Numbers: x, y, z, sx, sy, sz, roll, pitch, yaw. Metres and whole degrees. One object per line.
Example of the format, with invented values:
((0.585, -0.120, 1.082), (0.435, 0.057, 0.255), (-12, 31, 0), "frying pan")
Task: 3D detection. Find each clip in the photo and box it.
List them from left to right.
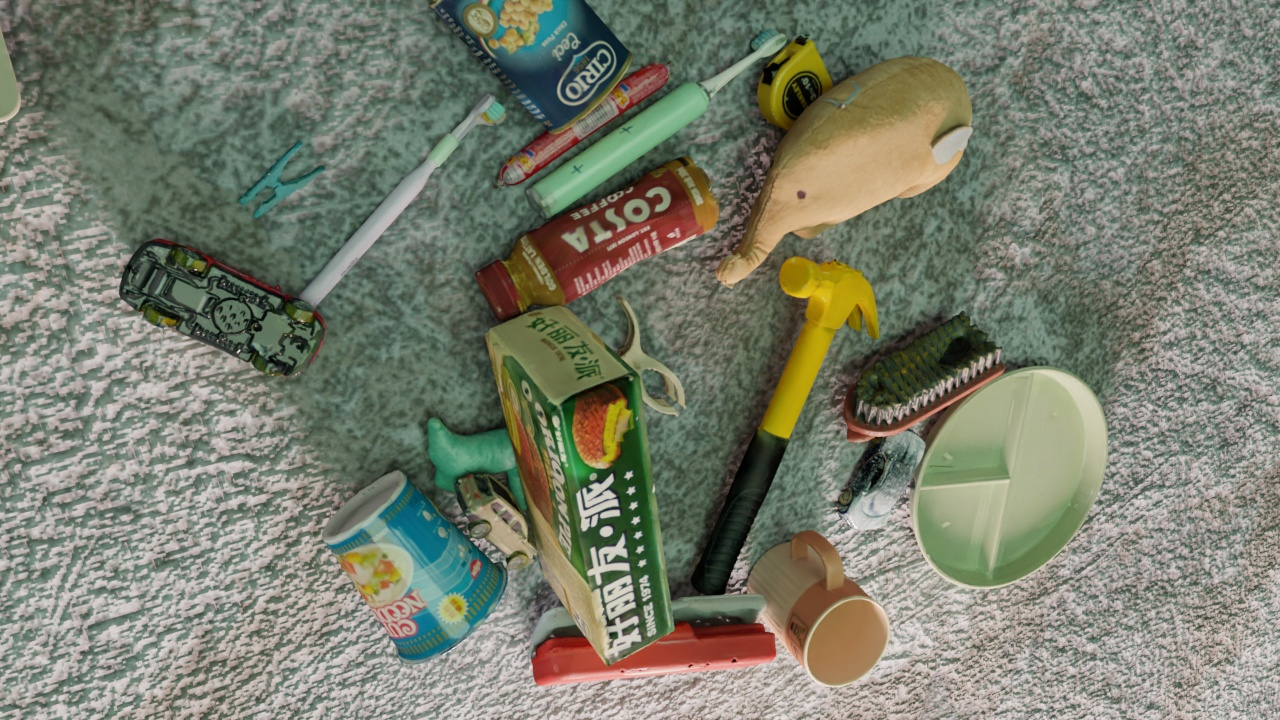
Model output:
((-0.230, -0.114, 0.584), (0.056, 0.014, 0.041), (-41, 116, -7), "clip")
((0.000, 0.001, 0.706), (0.064, 0.034, 0.098), (-42, 109, -3), "clip")

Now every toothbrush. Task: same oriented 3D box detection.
((-0.160, -0.104, 0.613), (0.021, 0.029, 0.189), (43, 90, 13), "toothbrush")
((0.015, -0.173, 0.656), (0.224, 0.027, 0.026), (-36, 149, -7), "toothbrush")

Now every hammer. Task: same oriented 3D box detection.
((0.110, 0.060, 0.752), (0.128, 0.033, 0.301), (6, 111, -45), "hammer")

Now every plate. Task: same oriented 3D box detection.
((0.353, 0.112, 0.884), (0.230, 0.027, 0.230), (-7, 110, -20), "plate")

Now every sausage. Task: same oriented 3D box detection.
((-0.040, -0.166, 0.640), (0.155, 0.020, 0.020), (-36, 116, -8), "sausage")

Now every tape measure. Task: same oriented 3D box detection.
((0.113, -0.202, 0.683), (0.057, 0.029, 0.060), (-44, 129, -3), "tape measure")

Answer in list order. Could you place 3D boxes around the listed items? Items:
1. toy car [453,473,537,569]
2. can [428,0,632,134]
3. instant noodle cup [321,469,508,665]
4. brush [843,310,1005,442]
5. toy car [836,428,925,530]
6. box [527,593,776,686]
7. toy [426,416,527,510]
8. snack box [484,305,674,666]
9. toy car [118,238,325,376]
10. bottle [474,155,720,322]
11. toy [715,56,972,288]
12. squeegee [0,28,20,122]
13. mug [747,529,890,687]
((-0.102, 0.119, 0.675), (0.035, 0.042, 0.090), (-32, 134, 0), "toy car")
((-0.069, -0.210, 0.582), (0.075, 0.075, 0.111), (-48, 117, -2), "can")
((-0.166, 0.142, 0.656), (0.099, 0.099, 0.110), (-37, 109, -7), "instant noodle cup")
((0.237, 0.022, 0.790), (0.145, 0.063, 0.069), (-28, 148, -14), "brush")
((0.218, 0.108, 0.827), (0.049, 0.031, 0.105), (24, 98, -26), "toy car")
((0.008, 0.228, 0.764), (0.201, 0.091, 0.068), (2, 66, -22), "box")
((-0.111, 0.076, 0.686), (0.091, 0.030, 0.097), (-11, 120, -16), "toy")
((-0.040, 0.091, 0.644), (0.063, 0.114, 0.240), (-22, 125, -21), "snack box")
((-0.260, -0.034, 0.580), (0.120, 0.045, 0.053), (30, 96, -22), "toy car")
((-0.031, -0.083, 0.649), (0.174, 0.057, 0.057), (-28, 115, -11), "bottle")
((0.142, -0.139, 0.675), (0.225, 0.082, 0.143), (-28, 144, -11), "toy")
((-0.268, -0.273, 0.504), (0.246, 0.039, 0.246), (-21, 96, -21), "squeegee")
((0.149, 0.200, 0.787), (0.081, 0.106, 0.115), (-13, 111, -18), "mug")
